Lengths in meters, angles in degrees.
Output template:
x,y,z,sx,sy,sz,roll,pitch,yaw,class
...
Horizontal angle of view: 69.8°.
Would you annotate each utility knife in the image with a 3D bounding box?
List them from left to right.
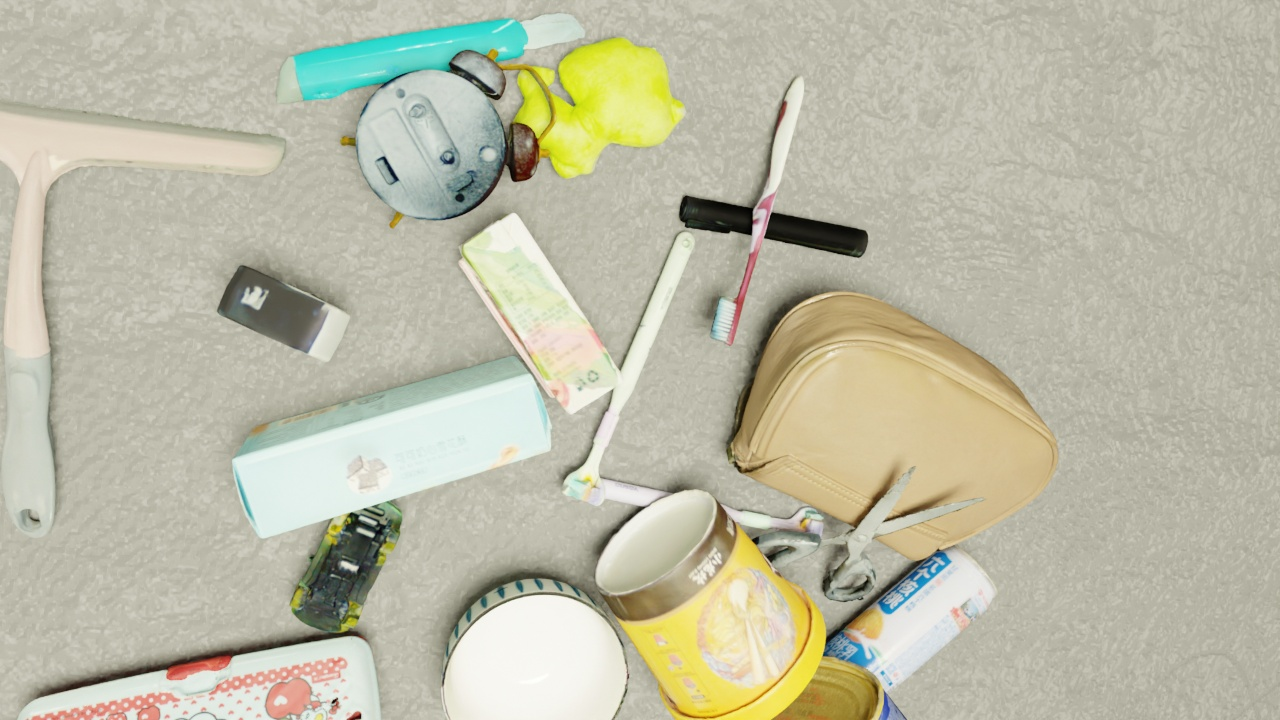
x,y,z,sx,sy,sz,roll,pitch,yaw,class
-0.124,-0.182,0.546,0.186,0.013,0.029,-14,104,-10,utility knife

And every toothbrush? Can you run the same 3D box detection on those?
x,y,z,sx,sy,sz,roll,pitch,yaw,class
-0.004,0.004,0.599,0.029,0.020,0.189,23,87,-15,toothbrush
0.039,0.100,0.633,0.189,0.029,0.021,12,133,-15,toothbrush
0.076,-0.099,0.593,0.017,0.016,0.187,17,81,-3,toothbrush

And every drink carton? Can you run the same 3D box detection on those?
x,y,z,sx,sy,sz,roll,pitch,yaw,class
-0.064,-0.029,0.567,0.045,0.053,0.122,-35,105,-6,drink carton

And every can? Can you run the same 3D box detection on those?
x,y,z,sx,sy,sz,roll,pitch,yaw,class
0.109,0.241,0.613,0.049,0.148,0.074,53,52,-18,can
0.193,0.195,0.670,0.134,0.053,0.053,-38,106,-6,can

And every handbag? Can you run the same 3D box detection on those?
x,y,z,sx,sy,sz,roll,pitch,yaw,class
0.164,0.044,0.614,0.204,0.099,0.148,28,117,-18,handbag

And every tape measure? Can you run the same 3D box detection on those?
x,y,z,sx,sy,sz,roll,pitch,yaw,class
-0.202,-0.026,0.525,0.066,0.066,0.033,26,84,-18,tape measure

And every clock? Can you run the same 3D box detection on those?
x,y,z,sx,sy,sz,roll,pitch,yaw,class
-0.107,-0.129,0.531,0.122,0.055,0.082,-28,103,0,clock

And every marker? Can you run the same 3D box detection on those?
x,y,z,sx,sy,sz,roll,pitch,yaw,class
0.090,-0.089,0.613,0.132,0.020,0.022,8,54,-15,marker

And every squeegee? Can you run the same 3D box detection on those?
x,y,z,sx,sy,sz,roll,pitch,yaw,class
-0.336,-0.017,0.508,0.247,0.040,0.250,4,99,-16,squeegee

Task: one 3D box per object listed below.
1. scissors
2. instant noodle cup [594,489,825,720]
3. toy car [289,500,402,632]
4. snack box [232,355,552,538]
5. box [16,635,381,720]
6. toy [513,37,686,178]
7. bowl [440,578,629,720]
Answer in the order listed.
x,y,z,sx,sy,sz,roll,pitch,yaw,class
0.144,0.121,0.613,0.178,0.014,0.159,-8,138,21,scissors
0.039,0.155,0.588,0.118,0.118,0.114,-38,107,-6,instant noodle cup
-0.182,0.124,0.570,0.043,0.036,0.091,27,91,-18,toy car
-0.145,0.047,0.548,0.174,0.074,0.051,-16,103,-11,snack box
-0.258,0.223,0.547,0.201,0.047,0.086,-8,69,-14,box
-0.026,-0.159,0.567,0.096,0.031,0.100,36,89,-15,toy
-0.071,0.193,0.595,0.116,0.066,0.116,-2,99,-14,bowl
